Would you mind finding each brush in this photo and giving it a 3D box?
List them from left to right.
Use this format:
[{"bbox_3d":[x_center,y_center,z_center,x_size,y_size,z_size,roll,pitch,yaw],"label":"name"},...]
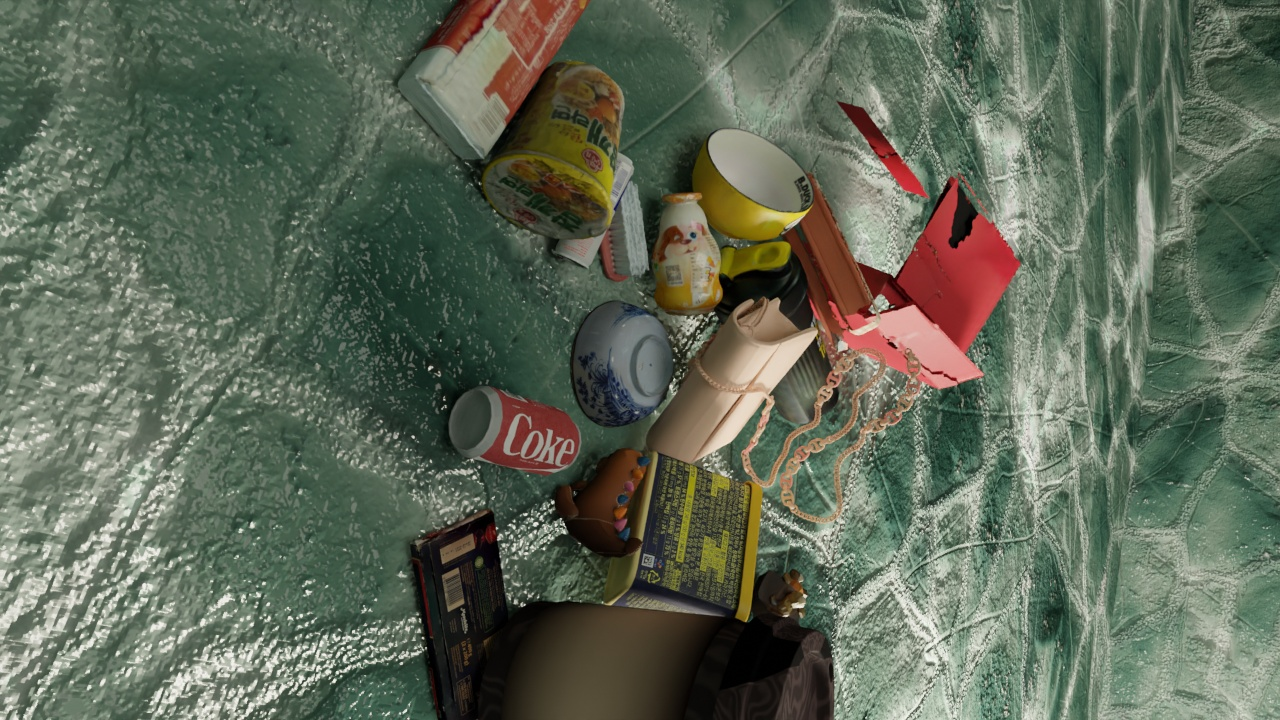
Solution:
[{"bbox_3d":[-0.021,-0.152,0.777,0.040,0.030,0.172,-25,111,-47],"label":"brush"}]

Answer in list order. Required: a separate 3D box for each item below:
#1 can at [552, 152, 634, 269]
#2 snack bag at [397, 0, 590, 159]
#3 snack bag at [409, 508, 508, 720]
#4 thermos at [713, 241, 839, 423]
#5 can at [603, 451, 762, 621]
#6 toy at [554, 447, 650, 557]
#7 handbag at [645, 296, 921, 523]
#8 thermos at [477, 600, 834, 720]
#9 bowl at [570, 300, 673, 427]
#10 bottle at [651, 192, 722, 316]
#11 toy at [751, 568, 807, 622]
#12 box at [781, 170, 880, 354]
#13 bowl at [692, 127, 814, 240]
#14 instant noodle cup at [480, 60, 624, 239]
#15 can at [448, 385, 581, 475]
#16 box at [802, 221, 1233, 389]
[{"bbox_3d":[-0.037,-0.122,0.740,0.032,0.032,0.095,26,88,-48],"label":"can"},{"bbox_3d":[-0.092,-0.254,0.678,0.077,0.041,0.224,50,55,-40],"label":"snack bag"},{"bbox_3d":[-0.128,0.194,0.684,0.074,0.018,0.155,-19,108,-49],"label":"snack bag"},{"bbox_3d":[0.138,-0.027,0.931,0.098,0.098,0.221,-61,140,-27],"label":"thermos"},{"bbox_3d":[0.037,0.157,0.783,0.104,0.075,0.135,21,53,-12],"label":"can"},{"bbox_3d":[-0.016,0.116,0.749,0.070,0.103,0.090,39,74,-31],"label":"toy"},{"bbox_3d":[0.122,0.048,0.797,0.116,0.187,0.199,-26,154,-56],"label":"handbag"},{"bbox_3d":[0.010,0.260,0.675,0.172,0.226,0.173,-11,103,-62],"label":"thermos"},{"bbox_3d":[-0.005,0.005,0.796,0.114,0.045,0.114,-5,97,-50],"label":"bowl"},{"bbox_3d":[0.041,-0.096,0.829,0.063,0.063,0.109,-16,107,-48],"label":"bottle"},{"bbox_3d":[0.158,0.259,1.002,0.099,0.063,0.076,-26,93,-52],"label":"toy"},{"bbox_3d":[0.186,-0.101,0.929,0.054,0.079,0.187,-8,66,-24],"label":"box"},{"bbox_3d":[0.098,-0.158,0.875,0.117,0.068,0.117,18,44,-18],"label":"bowl"},{"bbox_3d":[-0.056,-0.161,0.690,0.102,0.102,0.108,41,54,-44],"label":"instant noodle cup"},{"bbox_3d":[-0.092,0.054,0.689,0.096,0.054,0.054,23,76,-49],"label":"can"},{"bbox_3d":[0.358,-0.049,0.946,0.211,0.411,0.107,32,66,-46],"label":"box"}]
